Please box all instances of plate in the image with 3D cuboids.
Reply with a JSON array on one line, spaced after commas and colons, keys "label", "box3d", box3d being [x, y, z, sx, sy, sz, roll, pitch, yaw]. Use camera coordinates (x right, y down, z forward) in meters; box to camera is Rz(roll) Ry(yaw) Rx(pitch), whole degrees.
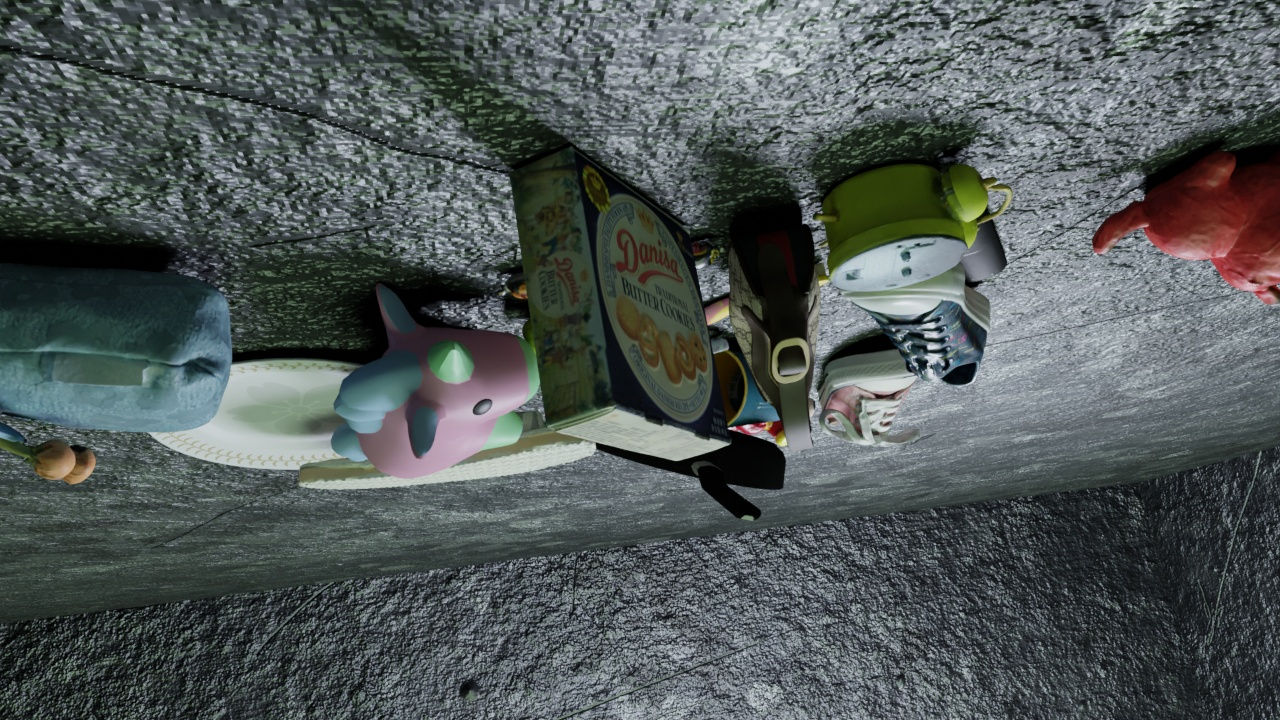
[{"label": "plate", "box3d": [-0.299, 0.046, 0.801, 0.242, 0.016, 0.243, -7, 155, -3]}]

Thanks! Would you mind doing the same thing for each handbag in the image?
[{"label": "handbag", "box3d": [0.096, -0.012, 0.609, 0.063, 0.138, 0.167, -11, 154, 3]}, {"label": "handbag", "box3d": [-0.334, 0.008, 0.513, 0.191, 0.118, 0.122, 7, 158, -28]}]

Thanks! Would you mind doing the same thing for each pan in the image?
[{"label": "pan", "box3d": [0.056, 0.088, 0.834, 0.204, 0.044, 0.356, 13, 180, -8]}]

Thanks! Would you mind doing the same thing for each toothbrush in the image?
[{"label": "toothbrush", "box3d": [0.087, -0.048, 0.714, 0.136, 0.016, 0.021, -19, 163, 38]}]

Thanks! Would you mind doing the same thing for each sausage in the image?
[{"label": "sausage", "box3d": [-0.020, -0.059, 0.611, 0.155, 0.020, 0.020, -9, 164, 4]}]

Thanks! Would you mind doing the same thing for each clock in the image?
[{"label": "clock", "box3d": [0.166, -0.081, 0.561, 0.119, 0.057, 0.083, -10, 163, 9]}]

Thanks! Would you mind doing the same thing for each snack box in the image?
[{"label": "snack box", "box3d": [-0.007, -0.025, 0.510, 0.043, 0.145, 0.144, -18, 161, 25]}]

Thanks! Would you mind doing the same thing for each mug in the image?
[{"label": "mug", "box3d": [0.099, 0.028, 0.881, 0.078, 0.078, 0.121, -20, 165, 35]}]

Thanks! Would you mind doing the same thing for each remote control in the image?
[{"label": "remote control", "box3d": [0.238, -0.081, 0.663, 0.041, 0.020, 0.151, -16, 165, 24]}]

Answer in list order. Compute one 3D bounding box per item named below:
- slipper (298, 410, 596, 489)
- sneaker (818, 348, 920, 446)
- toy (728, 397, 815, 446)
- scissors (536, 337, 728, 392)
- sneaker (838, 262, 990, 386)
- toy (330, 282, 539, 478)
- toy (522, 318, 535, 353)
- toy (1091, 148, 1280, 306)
[{"label": "slipper", "box3d": [-0.176, 0.083, 0.838, 0.273, 0.054, 0.114, -10, 161, 4]}, {"label": "sneaker", "box3d": [0.245, 0.049, 0.986, 0.118, 0.087, 0.241, -8, 165, -1]}, {"label": "toy", "box3d": [0.119, 0.059, 1.015, 0.137, 0.067, 0.106, 8, 166, -22]}, {"label": "scissors", "box3d": [0.004, 0.003, 0.788, 0.168, 0.014, 0.171, -12, 174, -36]}, {"label": "sneaker", "box3d": [0.215, -0.026, 0.708, 0.088, 0.079, 0.235, -1, 172, 32]}, {"label": "toy", "box3d": [-0.168, 0.035, 0.680, 0.223, 0.120, 0.170, -25, 164, 30]}, {"label": "toy", "box3d": [-0.038, -0.026, 0.675, 0.092, 0.043, 0.118, 0, 160, -22]}, {"label": "toy", "box3d": [0.372, -0.082, 0.598, 0.133, 0.094, 0.088, -8, 164, 6]}]
